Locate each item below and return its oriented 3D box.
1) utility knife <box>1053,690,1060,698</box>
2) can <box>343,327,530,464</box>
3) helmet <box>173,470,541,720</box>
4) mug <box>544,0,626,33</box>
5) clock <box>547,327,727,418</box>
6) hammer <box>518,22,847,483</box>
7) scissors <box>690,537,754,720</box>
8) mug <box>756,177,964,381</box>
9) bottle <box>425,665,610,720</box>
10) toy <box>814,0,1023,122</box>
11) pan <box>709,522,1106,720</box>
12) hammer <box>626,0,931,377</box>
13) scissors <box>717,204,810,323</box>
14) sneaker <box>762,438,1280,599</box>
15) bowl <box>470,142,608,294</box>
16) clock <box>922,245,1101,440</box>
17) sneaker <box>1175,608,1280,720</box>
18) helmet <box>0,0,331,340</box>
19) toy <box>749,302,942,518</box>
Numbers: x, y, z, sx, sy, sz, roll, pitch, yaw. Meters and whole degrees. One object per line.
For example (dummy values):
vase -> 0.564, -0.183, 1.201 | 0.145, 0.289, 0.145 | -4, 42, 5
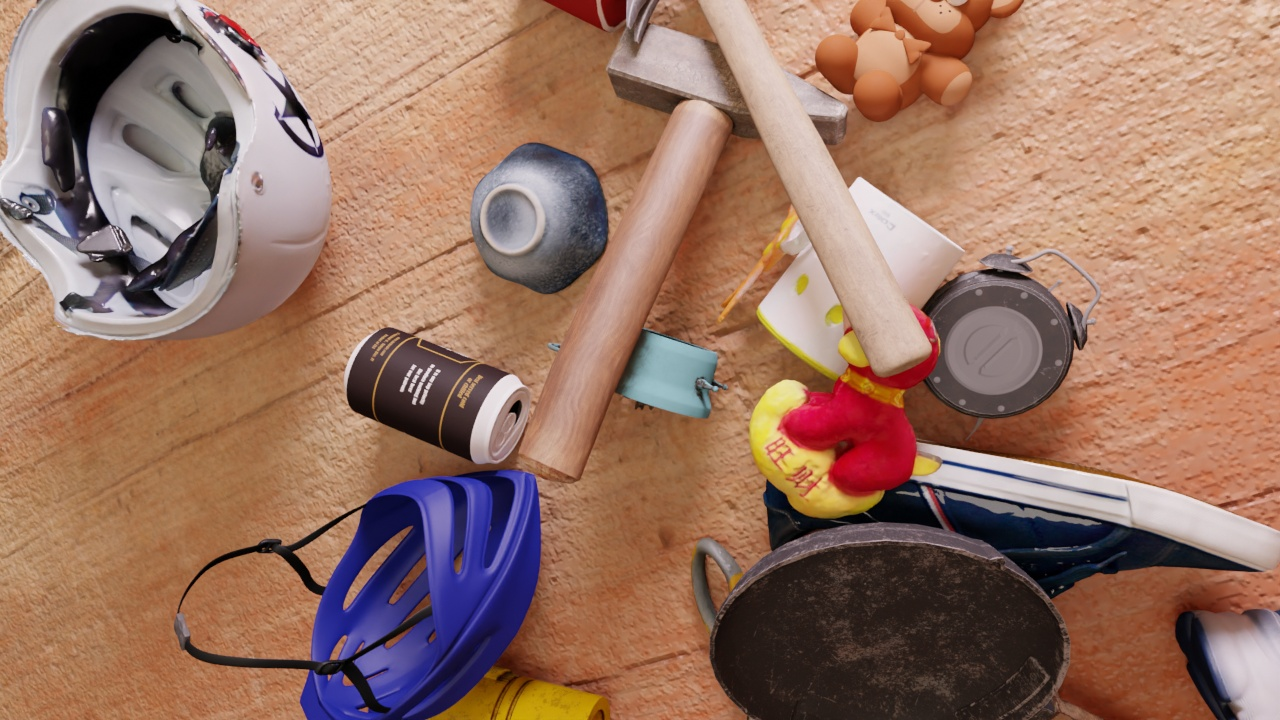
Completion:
utility knife -> 0.203, 0.232, 0.633 | 0.159, 0.015, 0.022 | -13, 119, 23
can -> -0.154, 0.026, 0.696 | 0.129, 0.071, 0.072 | 20, 105, 15
helmet -> -0.191, 0.161, 0.650 | 0.241, 0.227, 0.148 | -55, 48, 5
mug -> -0.047, -0.280, 0.584 | 0.096, 0.116, 0.080 | 30, 79, 13
clock -> -0.004, 0.004, 0.632 | 0.124, 0.090, 0.053 | 19, 93, 11
hammer -> 0.006, -0.062, 0.580 | 0.158, 0.037, 0.300 | 22, 81, 15
scissors -> 0.079, 0.231, 0.663 | 0.166, 0.016, 0.226 | 29, 123, 37
mug -> 0.136, -0.048, 0.574 | 0.082, 0.082, 0.106 | 39, 108, 10
bottle -> -0.112, 0.281, 0.724 | 0.164, 0.071, 0.071 | 7, 101, 18
toy -> 0.171, -0.202, 0.546 | 0.128, 0.065, 0.095 | -46, 64, 18
pan -> 0.212, 0.198, 0.559 | 0.357, 0.040, 0.208 | 25, 126, -11
hammer -> 0.083, -0.138, 0.533 | 0.119, 0.030, 0.331 | -25, 68, 11
scissors -> 0.086, -0.065, 0.594 | 0.012, 0.083, 0.133 | 33, 111, -10
sneaker -> 0.215, 0.116, 0.563 | 0.295, 0.120, 0.127 | 6, 88, 21
bowl -> -0.081, -0.101, 0.658 | 0.110, 0.055, 0.110 | 3, 100, 19
clock -> 0.221, -0.015, 0.568 | 0.091, 0.043, 0.123 | 42, 113, 2
sneaker -> 0.431, 0.244, 0.515 | 0.132, 0.103, 0.269 | -30, 85, 15
helmet -> -0.339, -0.145, 0.686 | 0.237, 0.163, 0.264 | -36, 80, 17
toy -> 0.124, 0.031, 0.523 | 0.105, 0.067, 0.137 | 34, 107, 17
